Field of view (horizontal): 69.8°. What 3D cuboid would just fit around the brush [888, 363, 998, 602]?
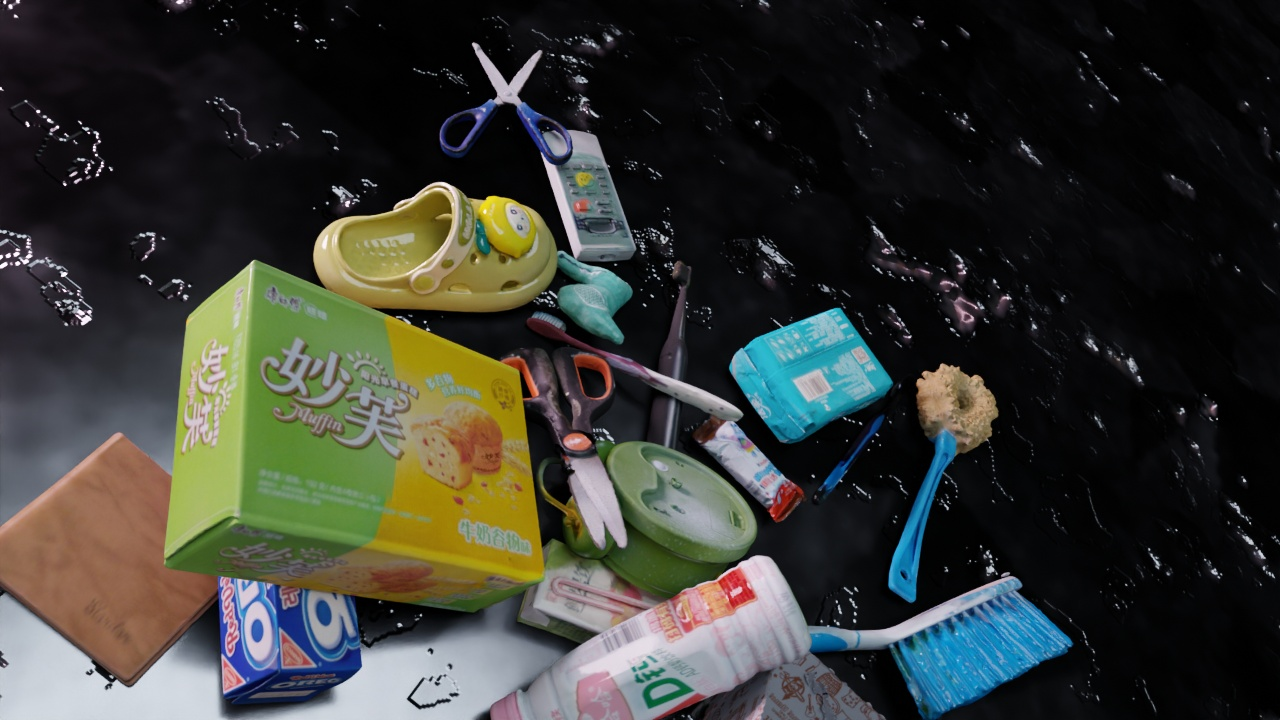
[{"bbox_3d":[0.262,0.102,0.818,0.083,0.046,0.253,36,55,-8],"label":"brush"}]

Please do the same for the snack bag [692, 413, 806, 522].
[{"bbox_3d":[0.089,0.086,0.742,0.105,0.026,0.045,45,55,7],"label":"snack bag"}]

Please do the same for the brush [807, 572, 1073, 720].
[{"bbox_3d":[0.193,0.224,0.698,0.313,0.061,0.109,-11,62,-29],"label":"brush"}]

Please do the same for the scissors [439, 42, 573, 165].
[{"bbox_3d":[-0.119,-0.228,0.825,0.174,0.012,0.162,40,58,16],"label":"scissors"}]

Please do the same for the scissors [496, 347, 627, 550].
[{"bbox_3d":[-0.032,0.049,0.631,0.148,0.022,0.235,-16,37,-35],"label":"scissors"}]

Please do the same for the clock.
[{"bbox_3d":[0.003,0.106,0.640,0.161,0.056,0.116,24,19,-9],"label":"clock"}]

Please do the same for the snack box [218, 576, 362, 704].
[{"bbox_3d":[-0.215,0.093,0.552,0.058,0.057,0.207,22,46,-52],"label":"snack box"}]

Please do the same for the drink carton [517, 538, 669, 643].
[{"bbox_3d":[-0.017,0.170,0.624,0.122,0.046,0.053,25,54,-11],"label":"drink carton"}]

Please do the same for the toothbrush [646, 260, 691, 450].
[{"bbox_3d":[0.026,0.000,0.763,0.027,0.026,0.212,34,48,-32],"label":"toothbrush"}]

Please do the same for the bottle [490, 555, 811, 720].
[{"bbox_3d":[0.005,0.190,0.568,0.197,0.068,0.068,-25,72,-3],"label":"bottle"}]

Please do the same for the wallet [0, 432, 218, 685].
[{"bbox_3d":[-0.301,0.113,0.533,0.115,0.020,0.101,40,53,-3],"label":"wallet"}]

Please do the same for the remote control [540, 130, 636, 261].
[{"bbox_3d":[-0.049,-0.149,0.819,0.056,0.019,0.135,-4,64,-29],"label":"remote control"}]

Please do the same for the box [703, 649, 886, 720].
[{"bbox_3d":[0.106,0.290,0.513,0.177,0.082,0.259,42,19,2],"label":"box"}]

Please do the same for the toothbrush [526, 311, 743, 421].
[{"bbox_3d":[-0.004,0.004,0.729,0.187,0.016,0.017,24,42,5],"label":"toothbrush"}]

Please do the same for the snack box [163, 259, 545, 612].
[{"bbox_3d":[-0.158,0.055,0.544,0.210,0.070,0.157,27,43,-46],"label":"snack box"}]

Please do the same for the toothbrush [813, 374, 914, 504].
[{"bbox_3d":[0.201,0.068,0.822,0.014,0.016,0.189,50,54,-4],"label":"toothbrush"}]

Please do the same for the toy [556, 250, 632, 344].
[{"bbox_3d":[-0.040,-0.055,0.756,0.096,0.030,0.091,35,30,5],"label":"toy"}]

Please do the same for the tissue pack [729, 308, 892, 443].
[{"bbox_3d":[0.152,0.011,0.805,0.133,0.050,0.093,-20,70,-35],"label":"tissue pack"}]

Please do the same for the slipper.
[{"bbox_3d":[-0.146,-0.087,0.695,0.190,0.082,0.091,-7,67,-27],"label":"slipper"}]
